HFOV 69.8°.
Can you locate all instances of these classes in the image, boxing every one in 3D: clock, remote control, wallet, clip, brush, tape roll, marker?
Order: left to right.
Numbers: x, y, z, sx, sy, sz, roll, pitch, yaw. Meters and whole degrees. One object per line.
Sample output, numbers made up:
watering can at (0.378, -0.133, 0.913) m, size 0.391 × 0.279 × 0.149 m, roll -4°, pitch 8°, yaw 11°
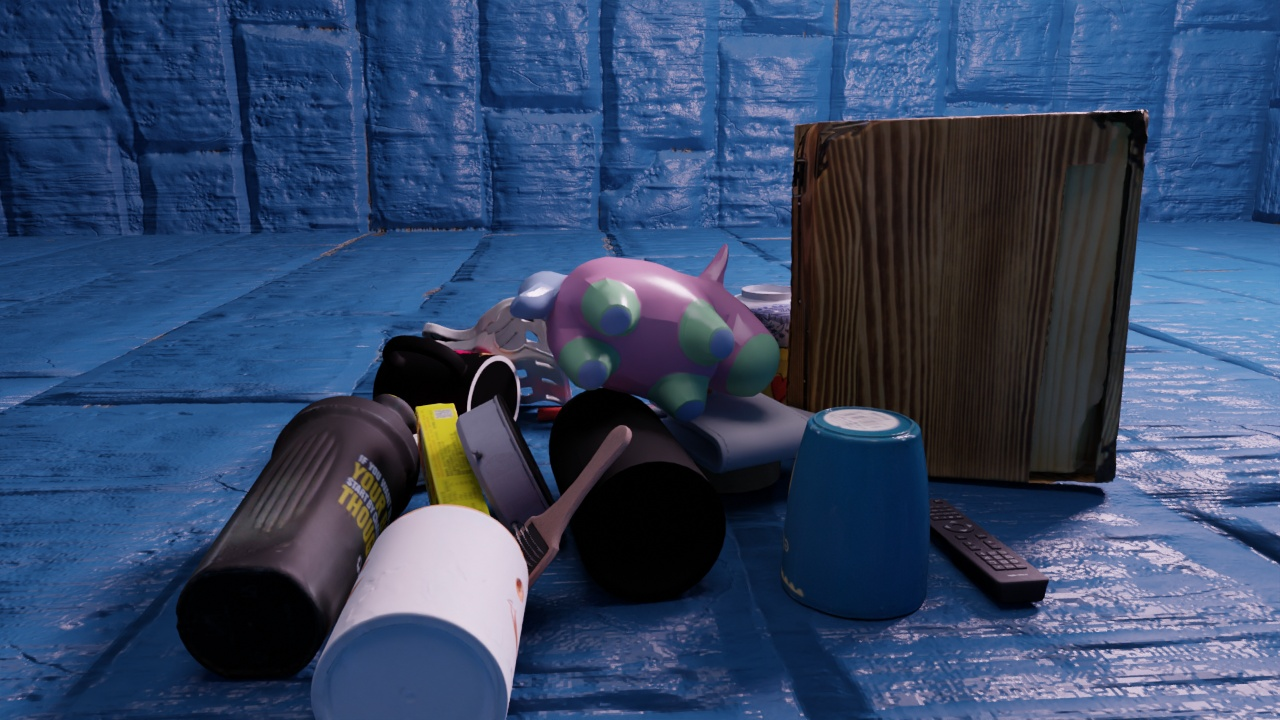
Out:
clip at (-0.132, -0.016, 0.879) m, size 0.152 × 0.101 × 0.126 m, roll 21°, pitch -22°, yaw 9°
clock at (-0.090, 0.070, 0.620) m, size 0.035 × 0.094 × 0.122 m, roll -27°, pitch 11°, yaw -7°
brush at (-0.052, 0.088, 0.507) m, size 0.015 × 0.135 × 0.050 m, roll 40°, pitch -3°, yaw -23°
marker at (-0.027, 0.049, 0.876) m, size 0.142 × 0.013 × 0.012 m, roll -2°, pitch 14°, yaw -6°
tape roll at (0.065, 0.075, 0.731) m, size 0.094 × 0.027 × 0.094 m, roll 0°, pitch 14°, yaw 0°
wallet at (0.079, 0.047, 0.707) m, size 0.115 × 0.037 × 0.118 m, roll -7°, pitch 19°, yaw -27°
remote control at (0.208, 0.117, 0.583) m, size 0.032 × 0.015 × 0.136 m, roll -2°, pitch 11°, yaw -7°

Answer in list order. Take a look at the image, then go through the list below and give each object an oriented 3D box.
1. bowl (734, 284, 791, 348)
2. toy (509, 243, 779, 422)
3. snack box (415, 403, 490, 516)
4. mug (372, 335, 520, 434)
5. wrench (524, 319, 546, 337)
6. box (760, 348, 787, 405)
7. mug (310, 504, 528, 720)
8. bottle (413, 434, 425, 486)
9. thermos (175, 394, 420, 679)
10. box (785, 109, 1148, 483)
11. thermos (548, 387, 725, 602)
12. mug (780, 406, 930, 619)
bowl at (0.123, -0.047, 0.883) m, size 0.114 × 0.045 × 0.114 m, roll 0°, pitch 15°, yaw 0°
toy at (0.003, -0.028, 0.660) m, size 0.222 × 0.120 × 0.171 m, roll 16°, pitch 19°, yaw -23°
snack box at (-0.129, 0.081, 0.620) m, size 0.029 × 0.040 × 0.148 m, roll -5°, pitch 28°, yaw -19°
mug at (-0.173, 0.020, 0.789) m, size 0.098 × 0.118 × 0.081 m, roll 6°, pitch 54°, yaw 24°
wrench at (-0.005, 0.005, 0.859) m, size 0.273 × 0.022 × 0.073 m, roll 25°, pitch -21°, yaw 15°
box at (0.151, -0.006, 0.964) m, size 0.124 × 0.079 × 0.221 m, roll -1°, pitch 13°, yaw -6°
mug at (-0.096, 0.124, 0.420) m, size 0.082 × 0.082 × 0.105 m, roll -1°, pitch 15°, yaw -2°
bottle at (-0.167, 0.076, 0.709) m, size 0.110 × 0.043 × 0.043 m, roll -11°, pitch 17°, yaw -34°
thermos at (-0.195, 0.094, 0.547) m, size 0.098 × 0.098 × 0.220 m, roll -1°, pitch 20°, yaw -2°
box at (0.236, -0.054, 0.735) m, size 0.251 × 0.279 × 0.192 m, roll -1°, pitch 15°, yaw 0°
thermos at (-0.013, 0.075, 0.612) m, size 0.086 × 0.086 × 0.198 m, roll -3°, pitch 14°, yaw -11°
mug at (0.134, 0.080, 0.547) m, size 0.085 × 0.104 × 0.112 m, roll 8°, pitch 17°, yaw 29°
